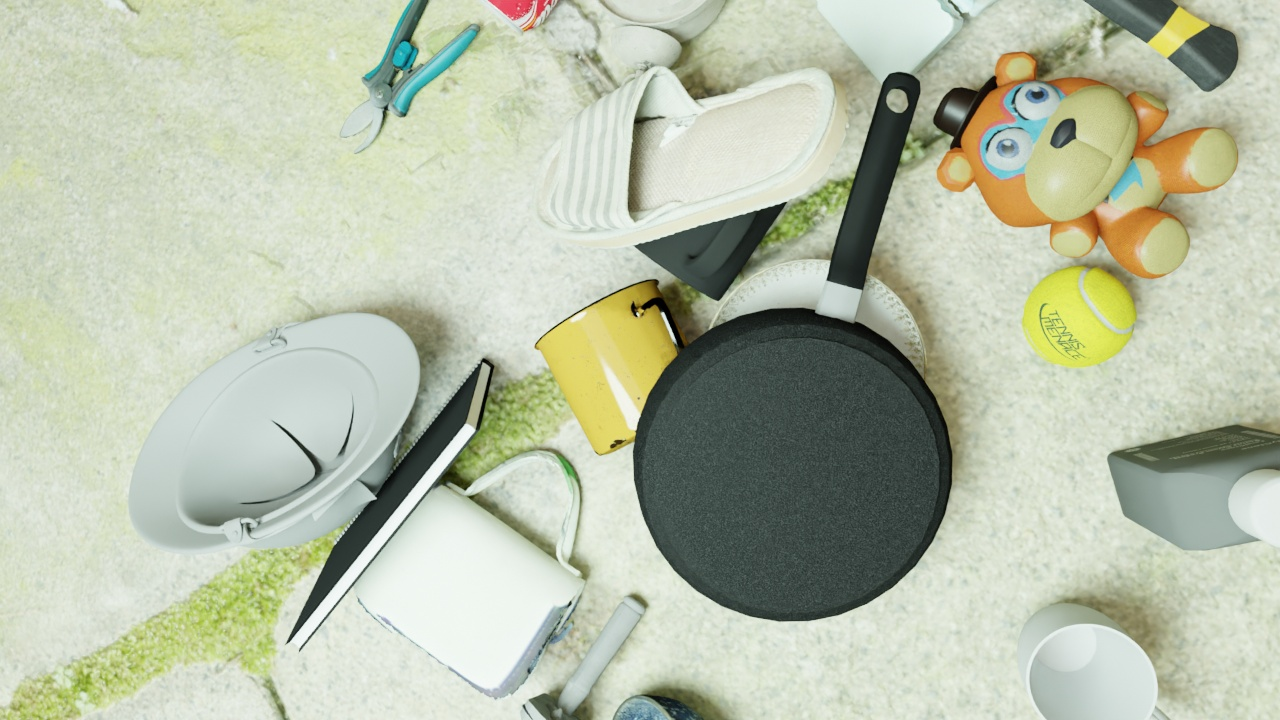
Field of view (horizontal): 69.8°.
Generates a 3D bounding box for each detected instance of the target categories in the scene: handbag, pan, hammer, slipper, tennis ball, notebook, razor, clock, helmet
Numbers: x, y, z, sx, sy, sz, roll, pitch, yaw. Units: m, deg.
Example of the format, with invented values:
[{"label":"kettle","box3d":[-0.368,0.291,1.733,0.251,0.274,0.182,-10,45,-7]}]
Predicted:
[{"label":"handbag","box3d":[-0.109,0.149,0.708,0.151,0.074,0.175,32,79,11]},{"label":"pan","box3d":[0.116,-0.003,0.574,0.204,0.044,0.356,15,99,0]},{"label":"hammer","box3d":[0.248,-0.282,0.597,0.324,0.034,0.169,39,71,4]},{"label":"slipper","box3d":[0.013,-0.136,0.606,0.273,0.054,0.114,3,77,46]},{"label":"tennis ball","box3d":[0.283,-0.028,0.593,0.065,0.065,0.065,0,90,15]},{"label":"notebook","box3d":[-0.180,0.099,0.680,0.016,0.149,0.207,37,100,-14]},{"label":"razor","box3d":[-0.036,0.228,0.685,0.047,0.088,0.116,33,79,12]},{"label":"clock","box3d":[0.012,-0.261,0.668,0.103,0.061,0.156,10,85,13]},{"label":"helmet","box3d":[-0.256,0.074,0.717,0.272,0.118,0.183,-18,54,17]}]

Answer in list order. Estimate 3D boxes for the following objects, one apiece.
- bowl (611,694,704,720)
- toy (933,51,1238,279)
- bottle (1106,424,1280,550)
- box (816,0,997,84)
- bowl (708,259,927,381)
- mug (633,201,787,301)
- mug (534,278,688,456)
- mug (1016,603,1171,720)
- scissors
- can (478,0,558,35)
[{"label":"bowl","box3d":[0.028,0.296,0.660,0.115,0.060,0.114,-10,79,56]},{"label":"toy","box3d":[0.273,-0.127,0.588,0.176,0.096,0.112,28,94,24]},{"label":"bottle","box3d":[0.335,0.074,0.524,0.084,0.173,0.046,-16,86,14]},{"label":"box","box3d":[0.161,-0.301,0.639,0.126,0.074,0.197,-37,84,-7]},{"label":"bowl","box3d":[0.118,0.002,0.634,0.145,0.063,0.145,1,95,8]},{"label":"mug","box3d":[0.050,-0.094,0.632,0.078,0.113,0.088,32,99,-14]},{"label":"mug","box3d":[-0.004,0.004,0.644,0.094,0.100,0.124,61,145,5]},{"label":"mug","box3d":[0.291,0.201,0.580,0.107,0.089,0.071,36,99,12]},{"label":"scissors","box3d":[-0.188,-0.238,0.743,0.124,0.019,0.156,4,93,16]},{"label":"can","box3d":[-0.078,-0.304,0.689,0.064,0.064,0.105,41,100,11]}]
